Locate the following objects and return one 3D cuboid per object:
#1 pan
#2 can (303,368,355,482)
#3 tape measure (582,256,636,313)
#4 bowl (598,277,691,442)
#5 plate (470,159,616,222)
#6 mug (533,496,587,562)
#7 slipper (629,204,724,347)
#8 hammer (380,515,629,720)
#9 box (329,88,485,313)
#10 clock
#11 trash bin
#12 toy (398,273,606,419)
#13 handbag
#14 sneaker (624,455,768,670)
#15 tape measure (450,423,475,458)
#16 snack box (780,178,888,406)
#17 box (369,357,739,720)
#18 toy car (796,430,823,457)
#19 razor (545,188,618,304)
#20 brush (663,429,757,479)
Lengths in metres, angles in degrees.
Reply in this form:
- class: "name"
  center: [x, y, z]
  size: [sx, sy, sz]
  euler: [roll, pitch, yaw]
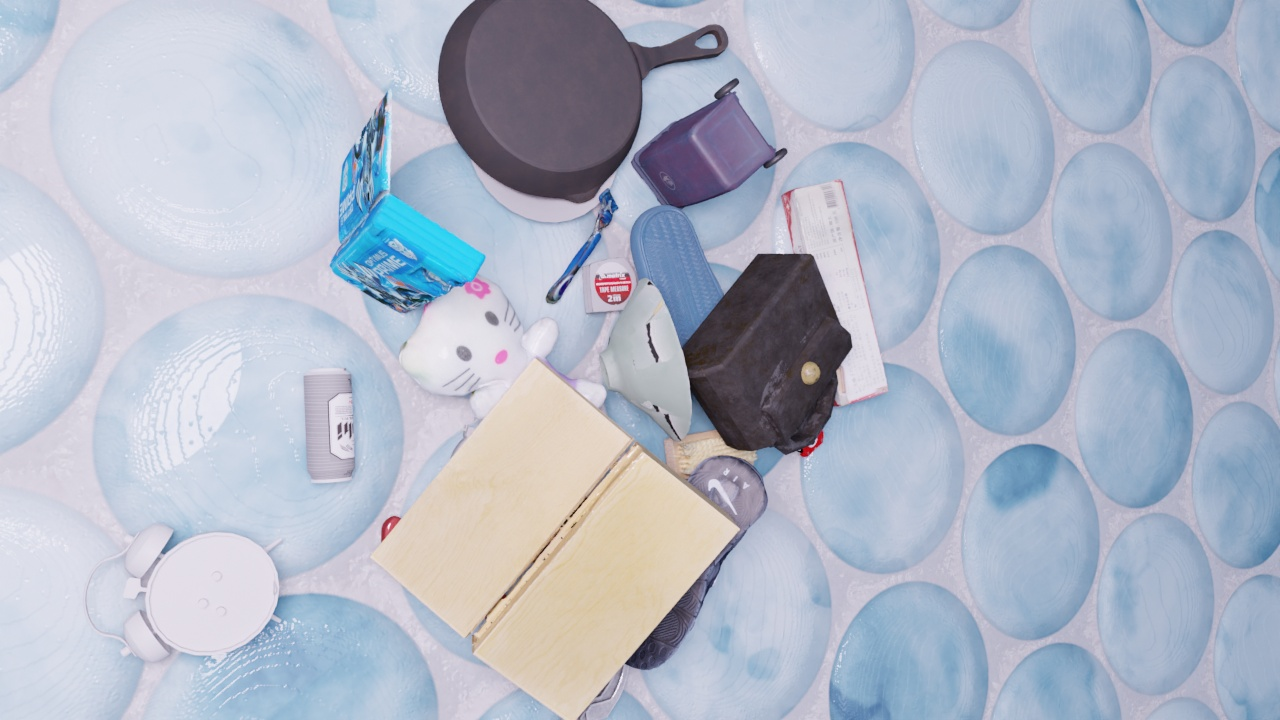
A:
- class: "pan"
  center: [-0.042, -0.314, 0.992]
  size: [0.355, 0.043, 0.249]
  euler: [-25, 98, -25]
- class: "can"
  center: [-0.296, 0.061, 0.874]
  size: [0.044, 0.044, 0.106]
  euler: [-2, 88, -26]
- class: "tape measure"
  center: [-0.034, -0.082, 1.020]
  size: [0.060, 0.020, 0.062]
  euler: [-7, 91, -31]
- class: "bowl"
  center: [-0.006, 0.006, 0.957]
  size: [0.068, 0.174, 0.174]
  euler: [-13, 93, -12]
- class: "plate"
  center: [-0.106, -0.234, 0.994]
  size: [0.172, 0.019, 0.172]
  euler: [1, 87, -26]
- class: "mug"
  center: [-0.057, 0.196, 0.946]
  size: [0.085, 0.111, 0.081]
  euler: [47, 71, -23]
- class: "slipper"
  center: [0.039, -0.071, 1.035]
  size: [0.103, 0.059, 0.214]
  euler: [-31, 115, -22]
- class: "hammer"
  center: [-0.139, 0.261, 0.949]
  size: [0.315, 0.036, 0.126]
  euler: [43, 68, -17]
- class: "box"
  center: [-0.231, -0.117, 0.803]
  size: [0.075, 0.244, 0.167]
  euler: [-31, 100, -25]
- class: "clock"
  center: [-0.399, 0.204, 0.808]
  size: [0.159, 0.061, 0.120]
  euler: [1, 87, -27]
- class: "trash bin"
  center: [0.068, -0.225, 0.998]
  size: [0.092, 0.161, 0.094]
  euler: [-43, 105, -15]
- class: "toy"
  center: [-0.140, 0.008, 0.931]
  size: [0.209, 0.086, 0.137]
  euler: [44, 68, -19]
- class: "handbag"
  center: [0.159, 0.015, 1.032]
  size: [0.196, 0.102, 0.199]
  euler: [-51, 125, -25]
- class: "sneaker"
  center: [0.052, 0.210, 1.000]
  size: [0.097, 0.150, 0.252]
  euler: [33, 96, 13]
- class: "tape measure"
  center: [-0.164, 0.103, 0.951]
  size: [0.064, 0.017, 0.065]
  euler: [17, 80, -24]
- class: "snack box"
  center: [0.242, -0.083, 1.143]
  size: [0.076, 0.044, 0.273]
  euler: [-15, 93, -20]
- class: "box"
  center: [-0.082, 0.171, 0.871]
  size: [0.257, 0.076, 0.247]
  euler: [40, 91, 1]
- class: "toy car"
  center: [0.193, 0.073, 1.120]
  size: [0.038, 0.025, 0.089]
  euler: [-38, 104, -22]
- class: "razor"
  center: [-0.062, -0.120, 1.004]
  size: [0.018, 0.044, 0.140]
  euler: [26, 79, 20]
- class: "brush"
  center: [0.085, 0.106, 1.059]
  size: [0.117, 0.039, 0.049]
  euler: [-7, 89, -30]
